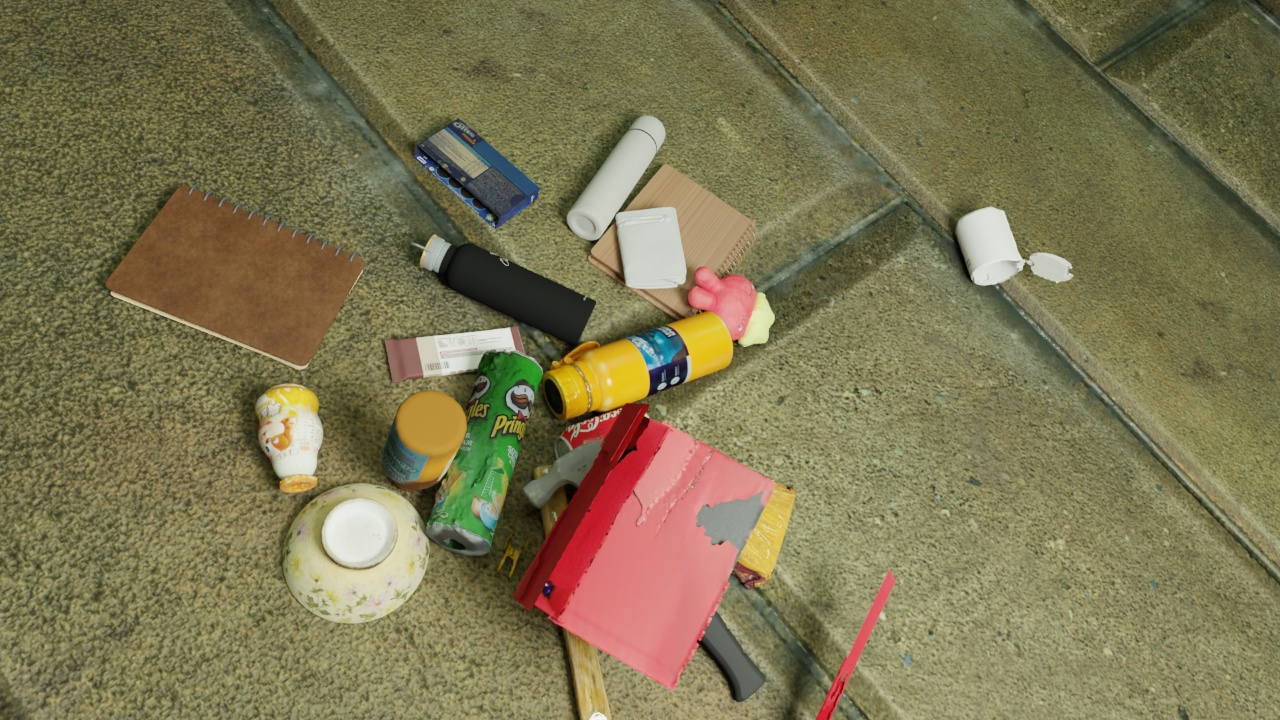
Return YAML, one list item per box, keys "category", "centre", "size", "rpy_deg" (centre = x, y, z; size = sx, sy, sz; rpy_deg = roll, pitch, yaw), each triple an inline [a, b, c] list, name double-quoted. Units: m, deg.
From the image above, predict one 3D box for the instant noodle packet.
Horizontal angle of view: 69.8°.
- category: "instant noodle packet"
  centre: [0.119, 0.186, 1.061]
  size: [0.098, 0.040, 0.135]
  rpy_deg: [27, 54, -2]

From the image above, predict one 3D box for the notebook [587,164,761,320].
- category: "notebook"
  centre: [0.052, -0.159, 1.247]
  size: [0.169, 0.022, 0.209]
  rpy_deg: [34, 56, 3]

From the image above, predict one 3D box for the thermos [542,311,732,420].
- category: "thermos"
  centre: [-0.007, 0.006, 1.106]
  size: [0.232, 0.091, 0.076]
  rpy_deg: [-20, 109, -28]

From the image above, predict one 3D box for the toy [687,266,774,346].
- category: "toy"
  centre: [0.119, -0.072, 1.192]
  size: [0.135, 0.045, 0.091]
  rpy_deg: [33, 64, -23]

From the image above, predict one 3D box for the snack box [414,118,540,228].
- category: "snack box"
  centre: [-0.213, -0.246, 1.201]
  size: [0.150, 0.027, 0.082]
  rpy_deg: [43, 55, 6]

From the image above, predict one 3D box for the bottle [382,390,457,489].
- category: "bottle"
  centre: [-0.223, 0.092, 0.924]
  size: [0.067, 0.157, 0.067]
  rpy_deg: [11, 59, -18]

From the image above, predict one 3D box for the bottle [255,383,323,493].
- category: "bottle"
  centre: [-0.357, 0.080, 0.940]
  size: [0.063, 0.063, 0.109]
  rpy_deg: [-8, 64, -23]

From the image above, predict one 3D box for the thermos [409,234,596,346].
- category: "thermos"
  centre: [-0.170, -0.092, 1.106]
  size: [0.231, 0.061, 0.061]
  rpy_deg: [25, 56, -4]

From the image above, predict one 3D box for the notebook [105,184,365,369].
- category: "notebook"
  centre: [-0.447, -0.098, 1.035]
  size: [0.225, 0.024, 0.167]
  rpy_deg: [23, 58, -6]

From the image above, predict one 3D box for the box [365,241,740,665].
- category: "box"
  centre: [-0.024, 0.114, 0.716]
  size: [0.141, 0.511, 0.215]
  rpy_deg: [28, 76, 15]

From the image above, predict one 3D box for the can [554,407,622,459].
- category: "can"
  centre: [-0.040, 0.094, 1.043]
  size: [0.104, 0.064, 0.064]
  rpy_deg: [-18, 69, -27]

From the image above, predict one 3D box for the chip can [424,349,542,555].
- category: "chip can"
  centre: [-0.168, 0.097, 0.991]
  size: [0.075, 0.076, 0.222]
  rpy_deg: [18, 57, -9]

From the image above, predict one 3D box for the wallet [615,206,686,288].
- category: "wallet"
  centre: [0.013, -0.145, 1.197]
  size: [0.086, 0.032, 0.116]
  rpy_deg: [-1, 62, -6]

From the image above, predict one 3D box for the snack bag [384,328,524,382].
- category: "snack bag"
  centre: [-0.214, -0.008, 1.072]
  size: [0.157, 0.013, 0.057]
  rpy_deg: [-8, 67, -23]

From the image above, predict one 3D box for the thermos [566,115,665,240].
- category: "thermos"
  centre: [-0.028, -0.256, 1.256]
  size: [0.052, 0.052, 0.223]
  rpy_deg: [30, 56, -1]

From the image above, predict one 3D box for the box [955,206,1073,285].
- category: "box"
  centre: [0.558, -0.167, 1.373]
  size: [0.143, 0.083, 0.137]
  rpy_deg: [-12, 63, 12]

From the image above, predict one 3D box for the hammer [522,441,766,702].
- category: "hammer"
  centre: [0.023, 0.223, 0.976]
  size: [0.127, 0.029, 0.323]
  rpy_deg: [-39, 90, -13]

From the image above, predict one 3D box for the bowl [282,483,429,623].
- category: "bowl"
  centre: [-0.280, 0.180, 0.909]
  size: [0.145, 0.063, 0.145]
  rpy_deg: [8, 58, -14]

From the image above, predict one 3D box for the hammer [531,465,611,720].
- category: "hammer"
  centre: [-0.070, 0.265, 0.956]
  size: [0.132, 0.033, 0.330]
  rpy_deg: [-4, 62, -20]

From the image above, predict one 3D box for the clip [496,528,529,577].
- category: "clip"
  centre: [-0.131, 0.204, 0.964]
  size: [0.044, 0.054, 0.049]
  rpy_deg: [-6, 88, -5]
